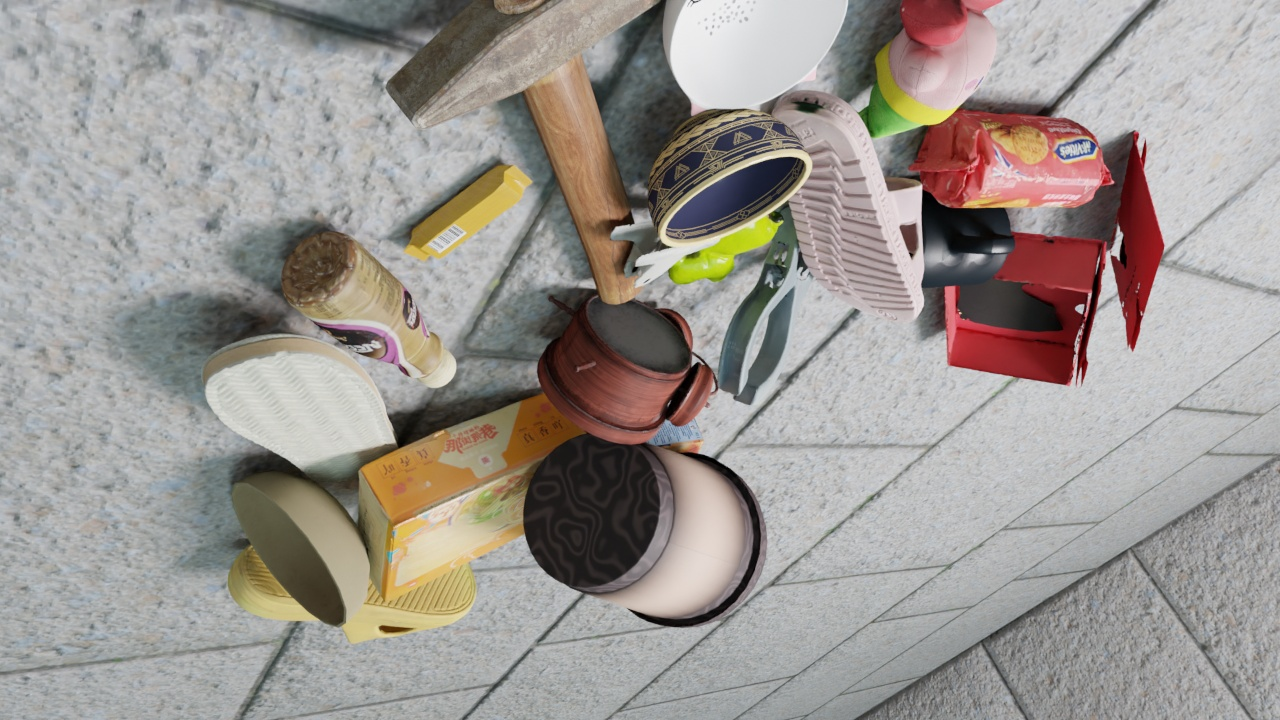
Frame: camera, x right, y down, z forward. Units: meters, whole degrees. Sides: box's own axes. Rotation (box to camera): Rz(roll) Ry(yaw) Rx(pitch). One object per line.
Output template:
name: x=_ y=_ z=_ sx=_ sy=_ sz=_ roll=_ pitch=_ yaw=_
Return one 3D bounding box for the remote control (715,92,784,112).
remote control: x=0.058 y=-0.161 z=0.659 sx=0.033 sy=0.012 sz=0.131 roll=12 pitch=134 yaw=-43

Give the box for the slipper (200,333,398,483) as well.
slipper: x=-0.256 y=0.037 z=0.714 sx=0.115 sy=0.052 sz=0.263 roll=-16 pitch=157 yaw=-6

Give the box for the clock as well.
clock: x=-0.005 y=0.004 z=0.764 sx=0.157 sy=0.120 sz=0.072 roll=12 pitch=126 yaw=-32

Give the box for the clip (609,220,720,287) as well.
clip: x=0.015 y=-0.077 z=0.675 sx=0.101 sy=0.056 sz=0.056 roll=-20 pitch=120 yaw=-48

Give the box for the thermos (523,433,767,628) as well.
thermos: x=0.006 y=0.153 z=0.843 sx=0.173 sy=0.172 sz=0.226 roll=-32 pitch=152 yaw=13

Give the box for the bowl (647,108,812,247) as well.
bowl: x=0.052 y=-0.132 z=0.622 sx=0.112 sy=0.061 sz=0.112 roll=-23 pitch=167 yaw=-6

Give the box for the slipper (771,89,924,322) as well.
slipper: x=0.167 y=-0.122 z=0.710 sx=0.064 sy=0.094 sz=0.239 roll=-56 pitch=139 yaw=-19

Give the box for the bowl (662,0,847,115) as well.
bowl: x=0.062 y=-0.213 z=0.551 sx=0.114 sy=0.050 sz=0.115 roll=-16 pitch=147 yaw=-11

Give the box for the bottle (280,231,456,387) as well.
bottle: x=-0.184 y=-0.027 z=0.659 sx=0.060 sy=0.059 sz=0.166 roll=-27 pitch=150 yaw=5

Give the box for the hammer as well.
hammer: x=-0.042 y=-0.122 z=0.611 sx=0.158 sy=0.037 sz=0.301 roll=-35 pitch=152 yaw=-8

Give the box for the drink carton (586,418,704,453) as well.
drink carton: x=-0.005 y=0.094 z=0.963 sx=0.129 sy=0.040 sz=0.064 roll=-6 pitch=143 yaw=-25

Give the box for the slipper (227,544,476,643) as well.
slipper: x=-0.290 y=0.240 z=0.938 sx=0.263 sy=0.099 sz=0.079 roll=16 pitch=121 yaw=-40

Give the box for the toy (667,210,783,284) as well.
toy: x=0.064 y=-0.095 z=0.739 sx=0.094 sy=0.036 sz=0.094 roll=-8 pitch=150 yaw=-12

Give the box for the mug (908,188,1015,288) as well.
mug: x=0.262 y=-0.102 z=0.780 sx=0.094 sy=0.122 sz=0.085 roll=-6 pitch=104 yaw=-26

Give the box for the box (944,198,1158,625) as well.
box: x=0.374 y=0.048 z=0.872 sx=0.198 sy=0.350 sz=0.217 roll=7 pitch=158 yaw=23

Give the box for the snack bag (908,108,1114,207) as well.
snack bag: x=0.306 y=-0.166 z=0.755 sx=0.176 sy=0.082 sz=0.083 roll=-5 pitch=143 yaw=-27

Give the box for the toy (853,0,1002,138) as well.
toy: x=0.195 y=-0.207 z=0.645 sx=0.123 sy=0.097 sz=0.132 roll=-51 pitch=156 yaw=-36

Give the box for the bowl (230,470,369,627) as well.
bowl: x=-0.285 y=0.155 z=0.796 sx=0.050 sy=0.152 sz=0.153 roll=-38 pitch=161 yaw=-39

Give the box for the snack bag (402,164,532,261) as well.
snack bag: x=-0.119 y=-0.101 z=0.628 sx=0.099 sy=0.020 sz=0.026 roll=-34 pitch=151 yaw=15

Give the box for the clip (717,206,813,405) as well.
clip: x=0.103 y=-0.048 z=0.760 sx=0.112 sy=0.028 sz=0.163 roll=37 pitch=75 yaw=-55

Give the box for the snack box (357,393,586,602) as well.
snack box: x=-0.158 y=0.116 z=0.837 sx=0.194 sy=0.080 sz=0.145 roll=-22 pitch=152 yaw=-32
